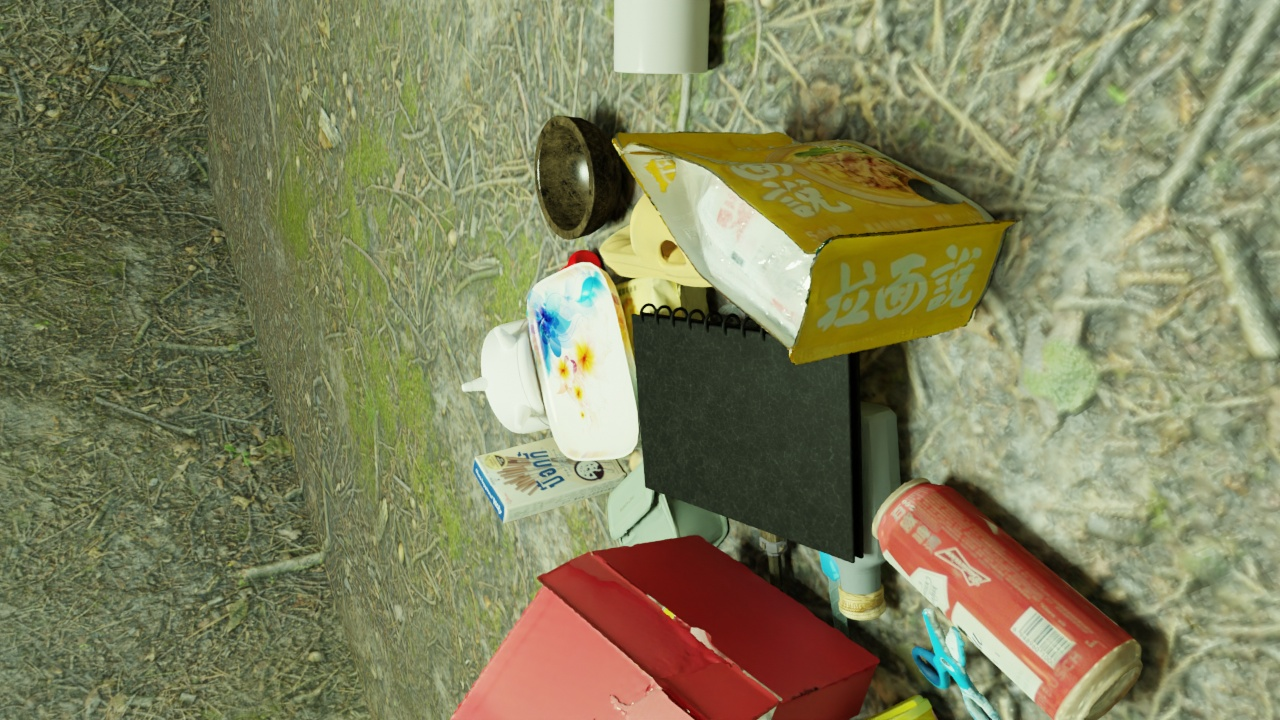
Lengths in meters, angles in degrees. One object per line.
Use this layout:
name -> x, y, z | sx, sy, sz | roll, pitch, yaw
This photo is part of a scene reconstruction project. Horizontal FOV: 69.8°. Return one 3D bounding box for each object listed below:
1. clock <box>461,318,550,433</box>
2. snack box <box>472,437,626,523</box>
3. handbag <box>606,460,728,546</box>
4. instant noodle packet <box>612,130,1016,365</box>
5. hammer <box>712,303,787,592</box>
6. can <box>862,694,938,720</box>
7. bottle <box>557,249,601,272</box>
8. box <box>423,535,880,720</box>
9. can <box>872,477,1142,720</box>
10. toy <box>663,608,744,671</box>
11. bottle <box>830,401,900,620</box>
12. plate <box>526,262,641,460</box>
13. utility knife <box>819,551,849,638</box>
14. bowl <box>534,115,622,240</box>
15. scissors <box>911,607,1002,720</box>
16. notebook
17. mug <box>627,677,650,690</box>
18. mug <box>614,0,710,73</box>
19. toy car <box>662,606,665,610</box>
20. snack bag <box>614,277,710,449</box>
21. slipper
clock -> -0.130, 0.018, 1.028 | 0.073, 0.160, 0.125 | -13, 89, 19
snack box -> -0.100, 0.124, 1.014 | 0.082, 0.149, 0.026 | 53, 141, 36
handbag -> 0.018, 0.154, 0.915 | 0.122, 0.067, 0.106 | -53, 55, 51
instant noodle packet -> 0.101, -0.104, 0.602 | 0.221, 0.162, 0.084 | 48, 138, 39
hammer -> 0.108, 0.105, 0.789 | 0.147, 0.028, 0.317 | -159, 61, -67
can -> 0.203, 0.307, 0.669 | 0.105, 0.067, 0.068 | 64, 146, 21
bottle -> -0.082, -0.083, 1.023 | 0.119, 0.036, 0.036 | -38, 68, 56
box -> 0.002, 0.238, 0.682 | 0.211, 0.314, 0.124 | 28, 132, 42
can -> 0.225, 0.147, 0.580 | 0.170, 0.067, 0.067 | 45, 136, 41
toy -> 0.044, 0.257, 0.880 | 0.124, 0.096, 0.132 | 62, 143, 30
bottle -> 0.162, 0.114, 0.691 | 0.072, 0.046, 0.161 | 9, 108, 57
plate -> -0.054, 0.004, 0.896 | 0.187, 0.016, 0.187 | -14, 89, 59
utility knife -> 0.151, 0.132, 0.744 | 0.031, 0.015, 0.209 | -3, 95, 61
bowl -> -0.054, -0.185, 0.925 | 0.121, 0.056, 0.121 | 26, 122, 52
scissors -> 0.204, 0.201, 0.628 | 0.090, 0.014, 0.141 | 35, 162, 54
notebook -> 0.076, 0.046, 0.723 | 0.232, 0.019, 0.169 | 12, 111, 50
mug -> 0.040, 0.371, 0.945 | 0.088, 0.114, 0.080 | 1, 61, 31
mug -> 0.016, -0.293, 0.769 | 0.111, 0.078, 0.097 | -105, 15, -69
toy car -> 0.031, 0.301, 0.970 | 0.048, 0.040, 0.113 | 49, 139, 40
snack bag -> -0.005, 0.005, 0.901 | 0.248, 0.068, 0.159 | -10, 93, 59
slipper -> 0.039, -0.117, 0.752 | 0.264, 0.099, 0.078 | 9, 129, 62
